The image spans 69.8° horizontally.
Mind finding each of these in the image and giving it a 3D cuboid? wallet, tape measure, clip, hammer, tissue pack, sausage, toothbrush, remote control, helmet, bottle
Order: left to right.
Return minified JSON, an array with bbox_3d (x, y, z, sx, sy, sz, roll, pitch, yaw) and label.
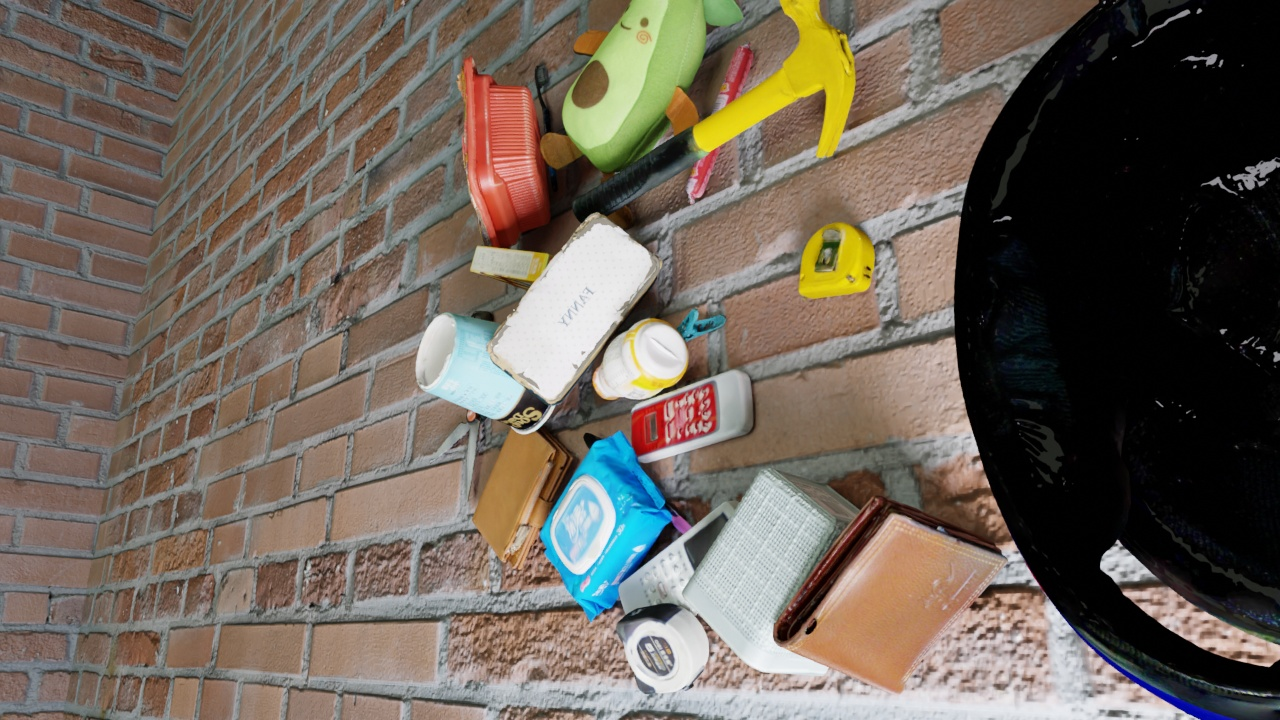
[{"bbox_3d":[-0.124,0.132,0.943,0.108,0.031,0.132,35,105,52],"label":"wallet"},{"bbox_3d":[-0.108,-0.275,1.071,0.016,0.014,0.189,-19,62,18],"label":"toothbrush"},{"bbox_3d":[-0.036,0.148,0.809,0.095,0.052,0.157,51,123,37],"label":"tissue pack"},{"bbox_3d":[-0.005,0.005,0.825,0.109,0.063,0.063,-31,54,56],"label":"bottle"},{"bbox_3d":[0.003,0.113,0.821,0.189,0.017,0.014,37,107,44],"label":"toothbrush"},{"bbox_3d":[0.020,0.228,0.729,0.066,0.033,0.066,-19,92,36],"label":"tape measure"},{"bbox_3d":[0.041,0.050,0.790,0.136,0.020,0.055,-22,61,44],"label":"remote control"},{"bbox_3d":[0.039,0.174,0.745,0.150,0.021,0.058,-45,56,31],"label":"remote control"},{"bbox_3d":[0.047,-0.030,0.808,0.055,0.034,0.013,-32,52,51],"label":"clip"},{"bbox_3d":[0.052,-0.190,0.794,0.302,0.032,0.129,-24,89,39],"label":"hammer"},{"bbox_3d":[0.072,-0.218,0.842,0.020,0.020,0.156,27,98,49],"label":"sausage"},{"bbox_3d":[0.148,-0.077,0.701,0.060,0.028,0.057,-4,74,48],"label":"tape measure"},{"bbox_3d":[0.154,0.148,0.567,0.125,0.101,0.032,-59,22,19],"label":"wallet"},{"bbox_3d":[0.270,-0.002,0.366,0.248,0.240,0.314,-17,54,44],"label":"helmet"}]

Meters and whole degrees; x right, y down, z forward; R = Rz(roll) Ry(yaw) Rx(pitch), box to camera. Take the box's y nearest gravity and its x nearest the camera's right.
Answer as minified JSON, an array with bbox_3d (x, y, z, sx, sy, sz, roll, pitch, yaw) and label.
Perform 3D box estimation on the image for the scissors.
[{"bbox_3d":[-0.183,0.041,1.047,0.235,0.021,0.220,-34,54,37],"label":"scissors"}]

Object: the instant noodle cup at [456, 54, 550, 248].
[{"bbox_3d":[-0.147,-0.221,1.007,0.079,0.165,0.188,-8,66,0],"label":"instant noodle cup"}]

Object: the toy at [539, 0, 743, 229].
[{"bbox_3d":[-0.011,-0.265,0.899,0.227,0.089,0.247,48,119,35],"label":"toy"}]

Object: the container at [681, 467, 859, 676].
[{"bbox_3d":[0.104,0.143,0.636,0.090,0.090,0.111,38,103,48],"label":"container"}]

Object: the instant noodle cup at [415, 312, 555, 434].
[{"bbox_3d":[-0.152,0.005,0.910,0.111,0.120,0.111,-27,54,43],"label":"instant noodle cup"}]

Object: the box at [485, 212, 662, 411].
[{"bbox_3d":[-0.064,-0.040,0.842,0.184,0.090,0.061,-50,0,-3],"label":"box"}]

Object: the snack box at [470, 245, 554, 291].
[{"bbox_3d":[-0.104,-0.089,0.948,0.141,0.086,0.033,11,85,49],"label":"snack box"}]
